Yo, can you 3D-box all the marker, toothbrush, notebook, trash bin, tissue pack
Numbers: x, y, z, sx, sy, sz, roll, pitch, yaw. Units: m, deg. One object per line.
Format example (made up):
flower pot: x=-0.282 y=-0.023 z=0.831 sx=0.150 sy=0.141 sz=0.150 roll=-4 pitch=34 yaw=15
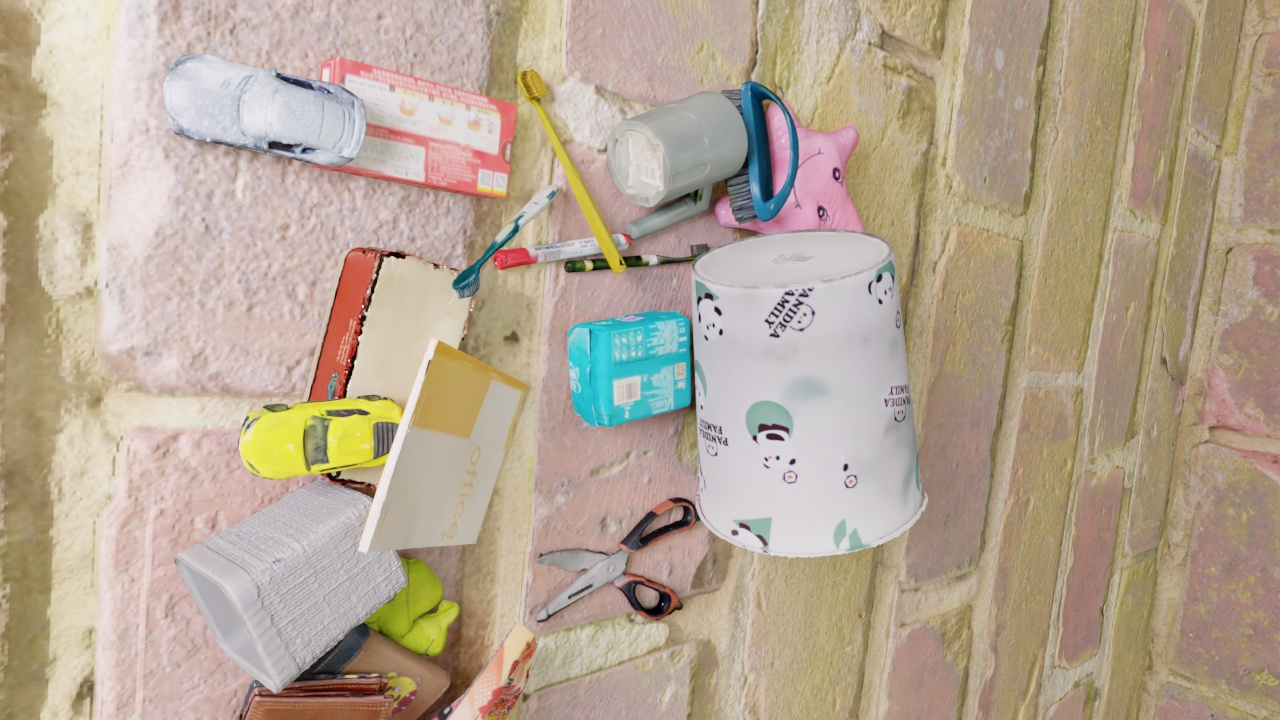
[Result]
marker: x=-0.064 y=-0.096 z=0.799 sx=0.145 sy=0.017 sz=0.017 roll=-15 pitch=108 yaw=-42
toothbrush: x=-0.100 y=-0.097 z=0.713 sx=0.191 sy=0.016 sz=0.018 roll=-61 pitch=149 yaw=-53
notebook: x=-0.139 y=0.070 z=0.686 sx=0.206 sy=0.010 sz=0.145 roll=47 pitch=60 yaw=-76
toothbrush: x=0.001 y=-0.097 z=0.867 sx=0.185 sy=0.012 sz=0.017 roll=-11 pitch=100 yaw=-43
toothbrush: x=-0.054 y=-0.157 z=0.782 sx=0.015 sy=0.017 sz=0.190 roll=-44 pitch=119 yaw=-33
trash bin: x=0.151 y=0.019 z=0.878 sx=0.228 sy=0.230 sz=0.252 roll=-26 pitch=117 yaw=-38
tissue pack: x=-0.005 y=0.005 z=0.853 sx=0.133 sy=0.050 sz=0.093 roll=-11 pitch=104 yaw=-43

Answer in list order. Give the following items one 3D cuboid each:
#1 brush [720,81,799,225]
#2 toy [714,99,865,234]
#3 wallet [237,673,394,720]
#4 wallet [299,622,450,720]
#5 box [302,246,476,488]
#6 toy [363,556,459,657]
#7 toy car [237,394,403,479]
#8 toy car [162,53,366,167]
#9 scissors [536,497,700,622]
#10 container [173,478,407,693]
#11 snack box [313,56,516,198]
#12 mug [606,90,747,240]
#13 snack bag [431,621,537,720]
brush: x=0.118 y=-0.205 z=0.893 sx=0.055 sy=0.074 sz=0.143 roll=21 pitch=62 yaw=-64
toy: x=0.180 y=-0.178 z=0.974 sx=0.178 sy=0.075 sz=0.194 roll=35 pitch=75 yaw=-21
wallet: x=-0.244 y=0.278 z=0.654 sx=0.101 sy=0.032 sz=0.125 roll=14 pitch=108 yaw=-35
wallet: x=-0.212 y=0.249 z=0.698 sx=0.090 sy=0.033 sz=0.115 roll=-44 pitch=131 yaw=-3
box: x=-0.179 y=0.008 z=0.663 sx=0.091 sy=0.078 sz=0.168 roll=16 pitch=87 yaw=-44
toy: x=-0.186 y=0.196 z=0.726 sx=0.096 sy=0.031 sz=0.100 roll=-8 pitch=110 yaw=-39
toy car: x=-0.204 y=0.051 z=0.595 sx=0.105 sy=0.032 sz=0.048 roll=-5 pitch=102 yaw=-28
toy car: x=-0.238 y=-0.159 z=0.587 sx=0.120 sy=0.037 sz=0.054 roll=7 pitch=95 yaw=-26
scissors: x=-0.013 y=0.202 z=0.908 sx=0.226 sy=0.015 sz=0.188 roll=49 pitch=64 yaw=-39
container: x=-0.235 y=0.146 z=0.631 sx=0.114 sy=0.090 sz=0.090 roll=-35 pitch=121 yaw=-39
snack box: x=-0.163 y=-0.168 z=0.681 sx=0.152 sy=0.025 sz=0.075 roll=2 pitch=97 yaw=-45
mug: x=0.031 y=-0.175 z=0.842 sx=0.103 sy=0.084 sz=0.124 roll=-29 pitch=142 yaw=-36
snack bag: x=-0.156 y=0.312 z=0.743 sx=0.207 sy=0.073 sz=0.129 roll=-48 pitch=163 yaw=-24
